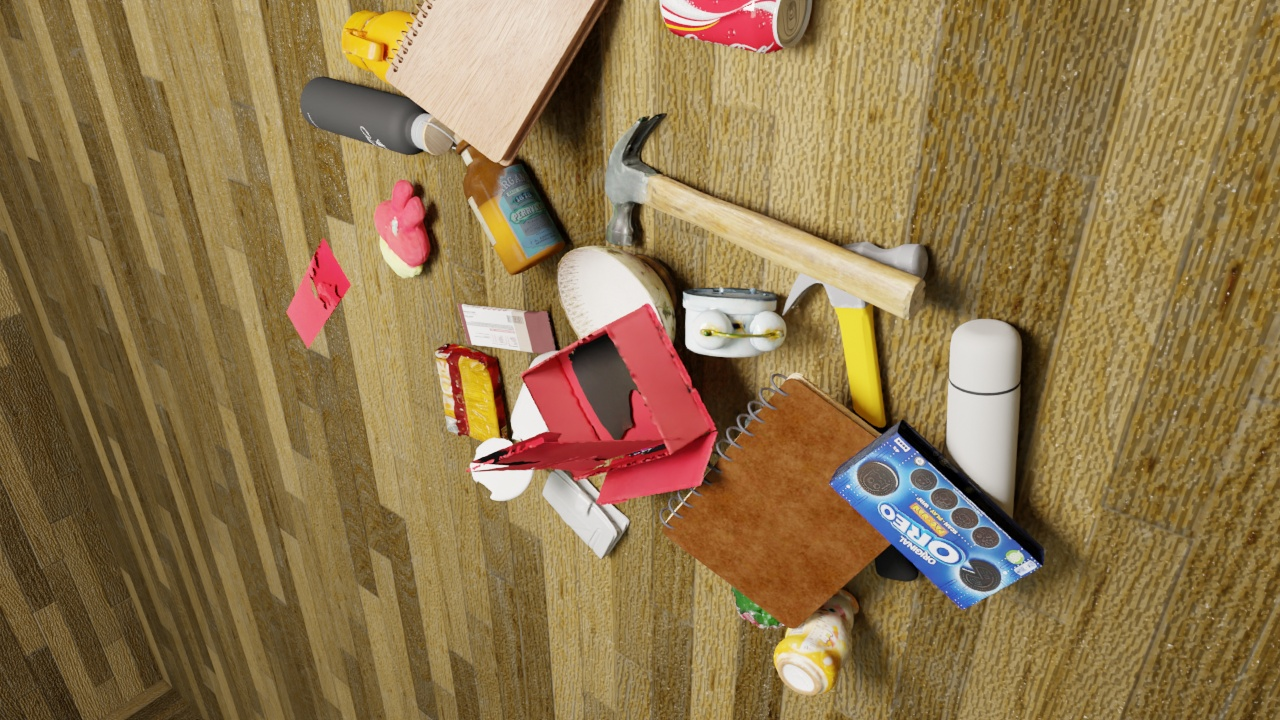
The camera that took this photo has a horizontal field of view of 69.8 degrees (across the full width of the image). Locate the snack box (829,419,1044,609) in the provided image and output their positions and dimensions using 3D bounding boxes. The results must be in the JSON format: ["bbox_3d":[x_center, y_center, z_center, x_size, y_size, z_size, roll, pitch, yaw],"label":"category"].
[{"bbox_3d":[0.230,0.123,0.723,0.150,0.027,0.082,43,128,3],"label":"snack box"}]

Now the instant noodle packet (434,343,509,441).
[{"bbox_3d":[-0.213,0.046,1.165,0.099,0.039,0.135,15,122,37],"label":"instant noodle packet"}]

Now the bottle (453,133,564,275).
[{"bbox_3d":[-0.144,-0.171,0.952,0.068,0.067,0.157,-24,96,47],"label":"bottle"}]

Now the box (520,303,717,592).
[{"bbox_3d":[-0.008,0.217,0.849,0.216,0.140,0.510,-23,77,58],"label":"box"}]

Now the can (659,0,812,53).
[{"bbox_3d":[0.071,-0.272,0.697,0.105,0.064,0.064,24,128,31],"label":"can"}]

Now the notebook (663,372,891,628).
[{"bbox_3d":[0.131,0.127,0.810,0.167,0.024,0.226,37,126,3],"label":"notebook"}]

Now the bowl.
[{"bbox_3d":[-0.010,-0.057,0.890,0.145,0.063,0.145,33,142,30],"label":"bowl"}]

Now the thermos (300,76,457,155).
[{"bbox_3d":[-0.289,-0.271,1.031,0.231,0.061,0.061,22,127,32],"label":"thermos"}]

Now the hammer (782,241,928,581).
[{"bbox_3d":[0.200,0.053,0.799,0.127,0.029,0.324,6,119,41],"label":"hammer"}]

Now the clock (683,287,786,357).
[{"bbox_3d":[0.079,-0.034,0.796,0.117,0.083,0.057,-120,31,-77],"label":"clock"}]

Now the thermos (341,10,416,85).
[{"bbox_3d":[-0.210,-0.306,0.918,0.233,0.091,0.076,25,87,31],"label":"thermos"}]

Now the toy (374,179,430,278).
[{"bbox_3d":[-0.286,-0.157,1.108,0.091,0.045,0.135,44,140,18],"label":"toy"}]

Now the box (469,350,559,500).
[{"bbox_3d":[-0.121,0.073,1.022,0.083,0.142,0.138,32,136,4],"label":"box"}]

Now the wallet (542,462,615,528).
[{"bbox_3d":[-0.072,0.186,1.124,0.116,0.032,0.086,40,137,17],"label":"wallet"}]

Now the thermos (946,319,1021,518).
[{"bbox_3d":[0.270,0.076,0.727,0.052,0.052,0.224,13,122,37],"label":"thermos"}]

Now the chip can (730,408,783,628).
[{"bbox_3d":[0.130,0.153,0.887,0.075,0.075,0.224,21,126,33],"label":"chip can"}]

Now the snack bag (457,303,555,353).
[{"bbox_3d":[-0.159,-0.037,1.085,0.158,0.013,0.057,6,116,40],"label":"snack bag"}]

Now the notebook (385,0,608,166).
[{"bbox_3d":[-0.127,-0.306,0.818,0.169,0.022,0.211,39,105,19],"label":"notebook"}]

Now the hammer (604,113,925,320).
[{"bbox_3d":[0.089,-0.113,0.773,0.331,0.033,0.132,30,128,36],"label":"hammer"}]

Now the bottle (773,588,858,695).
[{"bbox_3d":[0.175,0.268,0.885,0.063,0.108,0.063,22,132,26],"label":"bottle"}]
